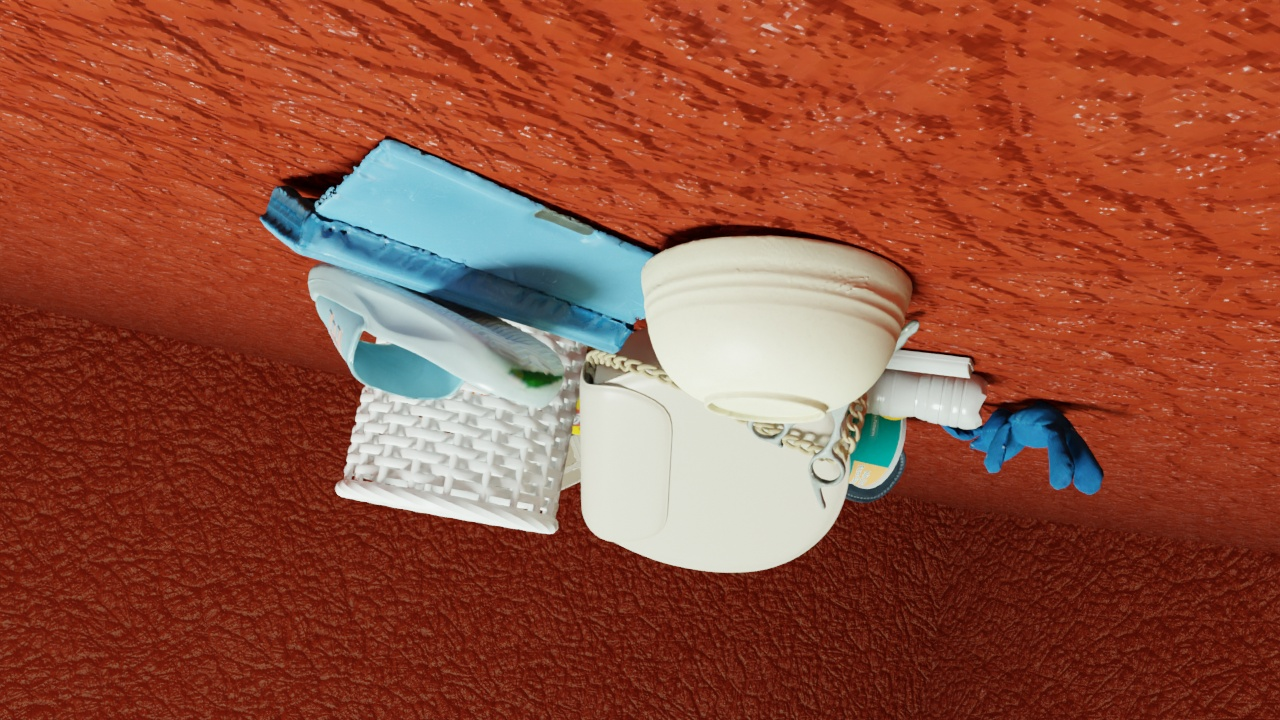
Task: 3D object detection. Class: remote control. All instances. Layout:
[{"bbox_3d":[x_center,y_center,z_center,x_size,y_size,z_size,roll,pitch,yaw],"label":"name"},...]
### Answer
[{"bbox_3d":[0.184,-0.002,0.698,0.131,0.012,0.033,7,172,26],"label":"remote control"}]

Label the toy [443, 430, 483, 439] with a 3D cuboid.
[{"bbox_3d":[-0.185,0.082,1.026,0.084,0.046,0.104,-9,-173,-30],"label":"toy"}]

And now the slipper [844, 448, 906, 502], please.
[{"bbox_3d":[0.176,0.092,0.922,0.265,0.109,0.083,22,-166,-25],"label":"slipper"}]

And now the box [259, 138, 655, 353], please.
[{"bbox_3d":[-0.092,-0.055,0.557,0.231,0.060,0.176,18,169,-37],"label":"box"}]

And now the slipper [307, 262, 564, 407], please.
[{"bbox_3d":[-0.144,-0.009,0.595,0.104,0.074,0.246,18,-177,-45],"label":"slipper"}]

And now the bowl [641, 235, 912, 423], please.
[{"bbox_3d":[0.071,-0.008,0.511,0.151,0.075,0.151,7,167,1],"label":"bowl"}]

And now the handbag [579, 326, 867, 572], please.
[{"bbox_3d":[0.056,0.074,0.715,0.208,0.211,0.103,5,-146,5],"label":"handbag"}]

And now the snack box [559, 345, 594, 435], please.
[{"bbox_3d":[-0.038,0.035,0.976,0.106,0.083,0.061,10,136,6],"label":"snack box"}]

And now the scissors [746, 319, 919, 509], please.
[{"bbox_3d":[0.138,0.035,0.606,0.153,0.014,0.131,-28,110,33],"label":"scissors"}]

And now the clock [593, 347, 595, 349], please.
[{"bbox_3d":[-0.005,0.005,0.863,0.104,0.056,0.147,18,-179,27],"label":"clock"}]

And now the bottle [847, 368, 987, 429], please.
[{"bbox_3d":[0.204,0.024,0.737,0.136,0.044,0.044,9,172,19],"label":"bottle"}]

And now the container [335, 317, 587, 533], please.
[{"bbox_3d":[-0.149,0.043,0.802,0.189,0.186,0.189,10,168,2],"label":"container"}]

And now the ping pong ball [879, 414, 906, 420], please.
[{"bbox_3d":[0.217,0.031,0.785,0.040,0.040,0.040,11,173,1],"label":"ping pong ball"}]

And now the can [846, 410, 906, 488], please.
[{"bbox_3d":[0.150,0.054,0.831,0.144,0.099,0.099,13,172,-16],"label":"can"}]

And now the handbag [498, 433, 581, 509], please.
[{"bbox_3d":[-0.099,0.102,1.074,0.175,0.062,0.198,-22,-172,-22],"label":"handbag"}]

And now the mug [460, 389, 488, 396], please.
[{"bbox_3d":[-0.159,0.015,1.018,0.077,0.096,0.113,17,171,-36],"label":"mug"}]

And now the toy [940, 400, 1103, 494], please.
[{"bbox_3d":[0.324,0.066,0.797,0.112,0.071,0.176,16,-178,-15],"label":"toy"}]
